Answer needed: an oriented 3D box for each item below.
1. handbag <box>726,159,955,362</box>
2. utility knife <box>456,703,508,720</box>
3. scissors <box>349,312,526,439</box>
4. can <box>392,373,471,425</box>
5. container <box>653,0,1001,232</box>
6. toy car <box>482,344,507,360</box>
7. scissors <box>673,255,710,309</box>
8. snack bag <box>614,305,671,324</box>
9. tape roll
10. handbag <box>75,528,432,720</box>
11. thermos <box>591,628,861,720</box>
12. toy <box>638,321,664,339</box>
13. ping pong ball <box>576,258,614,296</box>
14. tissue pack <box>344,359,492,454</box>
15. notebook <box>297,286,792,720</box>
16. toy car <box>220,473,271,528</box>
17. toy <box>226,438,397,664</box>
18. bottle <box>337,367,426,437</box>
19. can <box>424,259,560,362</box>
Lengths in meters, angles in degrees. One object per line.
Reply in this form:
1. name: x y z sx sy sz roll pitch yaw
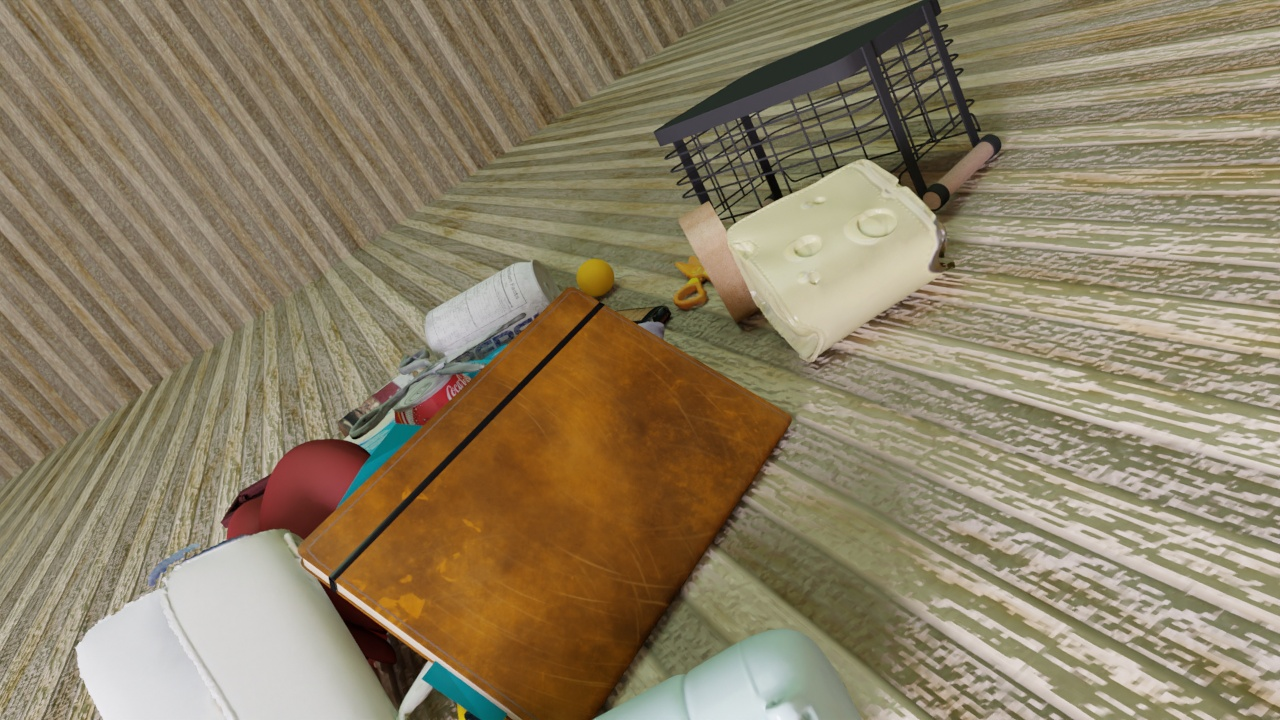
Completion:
1. handbag: 0.135 -0.068 0.616 0.119 0.081 0.111 -29 33 0
2. utility knife: -0.082 0.177 0.468 0.030 0.017 0.175 -26 17 -9
3. scissors: -0.144 0.004 0.639 0.141 0.014 0.172 -38 20 -8
4. can: -0.128 0.060 0.662 0.064 0.105 0.064 -28 21 12
5. container: 0.149 -0.185 0.771 0.242 0.130 0.162 -6 27 50
6. toy car: -0.137 0.004 0.904 0.048 0.032 0.105 -39 20 -16
7. scissors: 0.060 -0.084 0.851 0.073 0.012 0.131 -28 22 8
8. snack bag: -0.051 -0.022 0.830 0.155 0.018 0.074 -2 34 36
9. tape roll: 0.064 -0.076 0.714 0.027 0.094 0.094 -29 21 8
10. handbag: -0.161 0.147 0.448 0.175 0.151 0.074 -33 -21 -14
11. thermos: -0.018 0.167 0.326 0.207 0.065 0.078 -30 -15 5
12. toy: -0.004 0.004 0.714 0.080 0.036 0.099 -15 30 17
13. ping pong ball: -0.048 -0.088 0.970 0.040 0.040 0.040 -28 21 12
14. tissue pack: -0.198 0.067 0.801 0.117 0.066 0.208 -8 30 48
15. notebook: -0.050 0.067 0.492 0.248 0.178 0.014 -49 -17 -37
16. toy car: -0.325 0.136 0.829 0.070 0.062 0.169 -30 21 6
17. toy: -0.197 0.143 0.551 0.158 0.120 0.196 16 69 28
18. bottle: -0.242 0.050 0.914 0.105 0.056 0.056 -42 23 -24
19. can: -0.155 -0.046 0.976 0.136 0.078 0.078 -28 21 12
